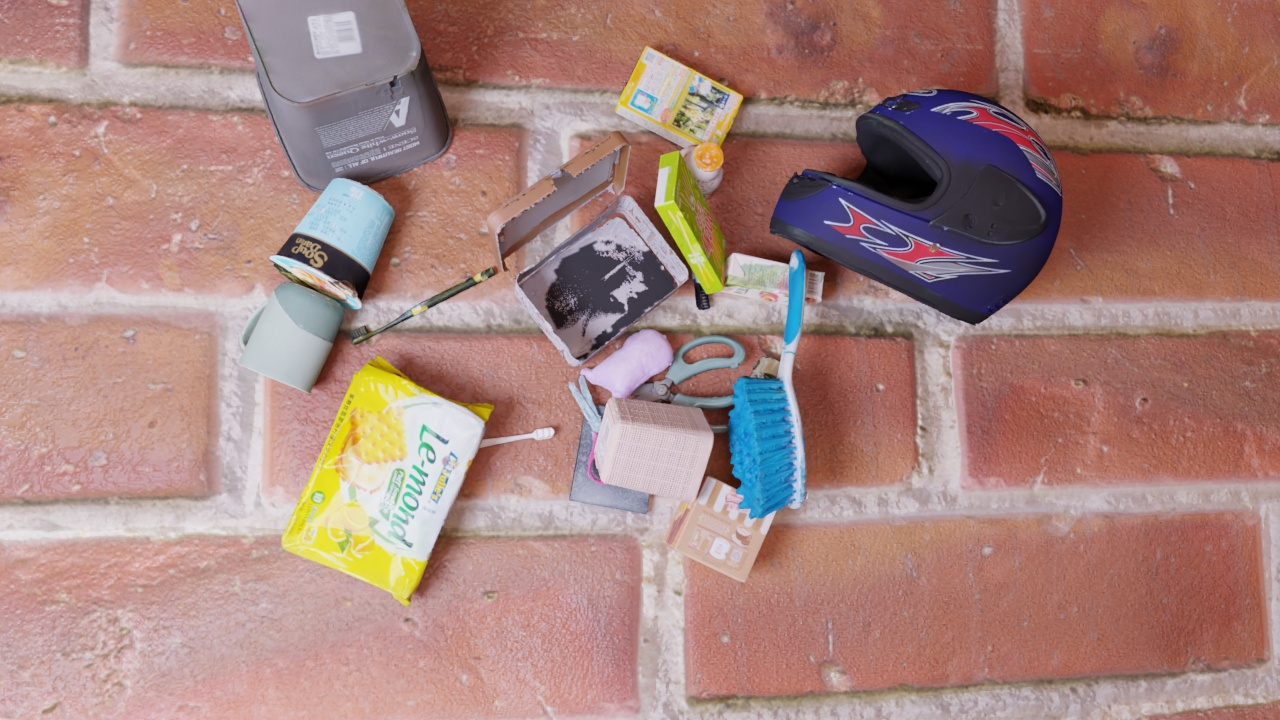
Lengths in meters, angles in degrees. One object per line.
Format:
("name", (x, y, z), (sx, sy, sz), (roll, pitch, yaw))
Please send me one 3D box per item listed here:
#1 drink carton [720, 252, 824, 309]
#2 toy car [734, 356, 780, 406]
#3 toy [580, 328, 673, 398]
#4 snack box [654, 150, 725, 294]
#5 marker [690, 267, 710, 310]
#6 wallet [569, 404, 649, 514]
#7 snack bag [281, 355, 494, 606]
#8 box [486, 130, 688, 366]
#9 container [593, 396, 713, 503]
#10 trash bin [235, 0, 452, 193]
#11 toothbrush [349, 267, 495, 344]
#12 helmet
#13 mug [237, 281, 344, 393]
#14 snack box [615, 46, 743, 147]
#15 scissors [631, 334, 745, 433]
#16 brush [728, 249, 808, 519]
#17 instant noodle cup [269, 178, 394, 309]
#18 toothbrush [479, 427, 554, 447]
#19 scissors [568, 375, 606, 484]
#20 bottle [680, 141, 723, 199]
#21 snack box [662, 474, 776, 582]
("drink carton", (0.161, -0.100, 1.136), (0.122, 0.053, 0.045), (11, 81, -8))
("toy car", (0.150, 0.037, 1.132), (0.042, 0.035, 0.090), (29, 79, -7))
("toy", (-0.007, 0.006, 1.104), (0.108, 0.039, 0.084), (-40, 68, -15))
("snack box", (0.061, -0.159, 1.073), (0.026, 0.156, 0.085), (-11, 50, 22))
("marker", (0.068, -0.127, 1.140), (0.018, 0.022, 0.130), (-11, 87, 24))
("wallet", (-0.029, 0.118, 1.105), (0.097, 0.019, 0.120), (11, 82, -10))
("snack bag", (-0.283, 0.134, 1.029), (0.158, 0.068, 0.246), (24, 87, -5))
("box", (-0.047, -0.110, 1.039), (0.180, 0.218, 0.157), (-37, 79, -13))
("container", (0.011, 0.098, 1.038), (0.111, 0.090, 0.090), (11, 109, -13))
("trash bin", (-0.321, -0.318, 0.996), (0.199, 0.220, 0.198), (-22, 89, -12))
("toothbrush", (-0.258, -0.067, 1.087), (0.185, 0.012, 0.017), (-28, 79, -10))
("helmet", (0.333, -0.195, 1.070), (0.315, 0.247, 0.240), (21, 100, -15))
("mug", (-0.399, -0.031, 1.033), (0.112, 0.082, 0.106), (18, 81, 25))
("snack box", (0.049, -0.321, 1.150), (0.140, 0.034, 0.087), (25, 81, -4))
("scissors", (0.055, 0.019, 1.118), (0.179, 0.019, 0.161), (6, 67, 7))
("brush", (0.156, 0.022, 1.065), (0.109, 0.061, 0.314), (-1, 82, -24))
("instant noodle cup", (-0.338, -0.136, 1.039), (0.111, 0.111, 0.120), (26, 73, -6))
("toothbrush", (-0.190, 0.098, 1.080), (0.180, 0.016, 0.016), (-8, 83, -8))
("scissors", (-0.044, 0.076, 1.092), (0.072, 0.017, 0.137), (-16, 81, -13))
("bottle", (0.070, -0.230, 1.105), (0.063, 0.108, 0.063), (1, 85, -10))
("snack box", (0.092, 0.196, 1.086), (0.093, 0.077, 0.094), (26, 82, -6))
